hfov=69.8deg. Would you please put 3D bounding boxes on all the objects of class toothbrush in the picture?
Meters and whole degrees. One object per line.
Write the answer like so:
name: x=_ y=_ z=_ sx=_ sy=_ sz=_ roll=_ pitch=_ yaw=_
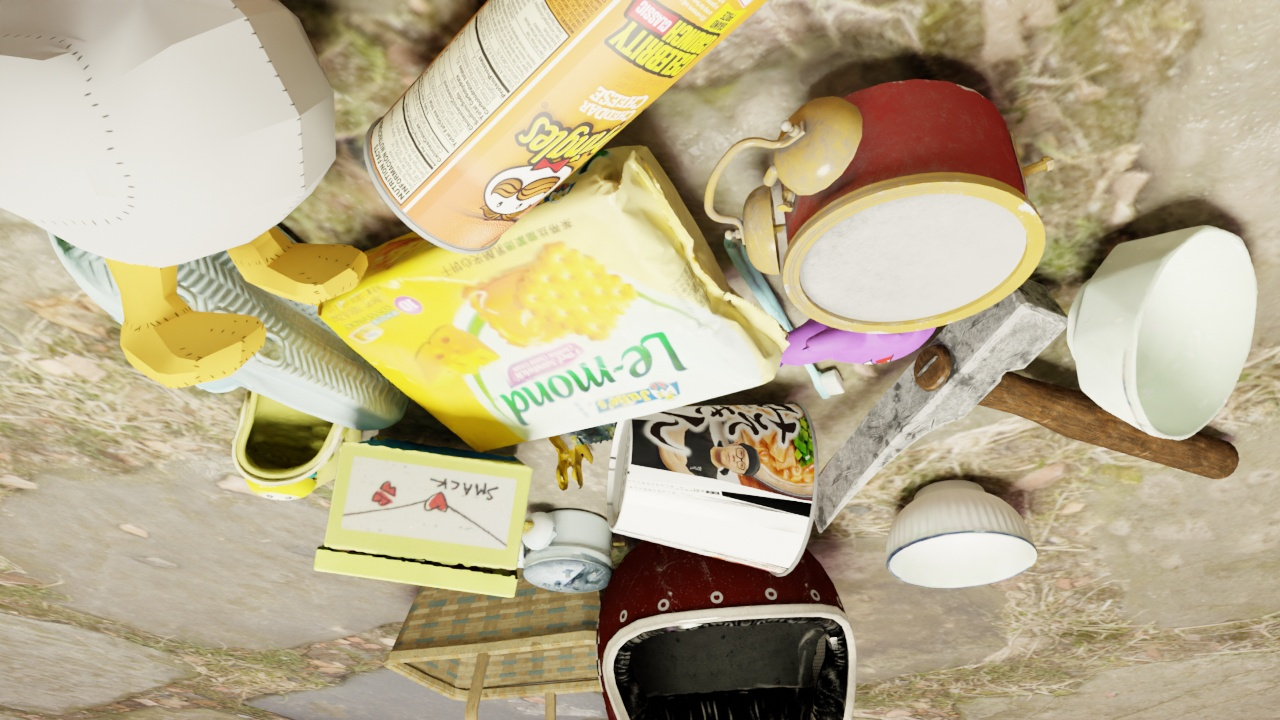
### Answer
toothbrush: x=0.094 y=-0.024 z=0.584 sx=0.017 sy=0.016 sz=0.180 roll=-14 pitch=142 yaw=26

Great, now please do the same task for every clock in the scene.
clock: x=-0.077 y=0.173 z=0.840 sx=0.117 sy=0.057 sz=0.083 roll=18 pitch=143 yaw=-20
clock: x=0.109 y=-0.080 z=0.444 sx=0.158 sy=0.081 sz=0.117 roll=7 pitch=149 yaw=-11

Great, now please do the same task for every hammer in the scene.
hammer: x=0.289 y=0.066 z=0.649 sx=0.300 sy=0.037 sz=0.218 roll=15 pitch=128 yaw=-25

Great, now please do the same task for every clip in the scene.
clip: x=-0.052 y=0.076 z=0.713 sx=0.044 sy=0.049 sz=0.054 roll=-34 pitch=142 yaw=-8

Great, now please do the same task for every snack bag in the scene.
snack bag: x=-0.057 y=-0.029 z=0.527 sx=0.248 sy=0.068 sz=0.159 roll=-15 pitch=137 yaw=29

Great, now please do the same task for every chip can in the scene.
chip can: x=-0.018 y=-0.132 z=0.362 sx=0.216 sy=0.075 sz=0.075 roll=-34 pitch=131 yaw=31

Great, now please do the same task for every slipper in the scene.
slipper: x=-0.249 y=0.055 z=0.665 sx=0.091 sy=0.081 sz=0.191 roll=11 pitch=142 yaw=-17
slipper: x=-0.231 y=-0.025 z=0.533 sx=0.074 sy=0.103 sz=0.245 roll=-19 pitch=144 yaw=23

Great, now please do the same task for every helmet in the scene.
helmet: x=0.063 y=0.262 z=0.782 sx=0.233 sy=0.253 sz=0.234 roll=-2 pitch=160 yaw=-8

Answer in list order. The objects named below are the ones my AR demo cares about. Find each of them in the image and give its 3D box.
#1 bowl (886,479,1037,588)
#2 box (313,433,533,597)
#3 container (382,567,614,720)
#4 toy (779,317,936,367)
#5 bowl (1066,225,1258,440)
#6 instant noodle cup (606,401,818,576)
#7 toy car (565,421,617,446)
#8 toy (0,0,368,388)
bowl: x=0.263 y=0.140 z=0.767 sx=0.118 sy=0.062 sz=0.118 roll=2 pitch=146 yaw=1
box: x=-0.143 y=0.099 z=0.638 sx=0.124 sy=0.082 sz=0.221 roll=10 pitch=173 yaw=-11
container: x=-0.122 y=0.314 z=0.930 sx=0.250 sy=0.186 sz=0.157 roll=-12 pitch=143 yaw=20
toy: x=0.131 y=-0.026 z=0.530 sx=0.088 sy=0.105 sz=0.056 roll=7 pitch=112 yaw=44
bowl: x=0.283 y=-0.018 z=0.515 sx=0.117 sy=0.117 sz=0.061 roll=29 pitch=174 yaw=-33
instant noodle cup: x=0.044 y=0.083 z=0.642 sx=0.121 sy=0.123 sz=0.124 roll=8 pitch=145 yaw=-10
toy car: x=-0.045 y=0.035 z=0.666 sx=0.039 sy=0.027 sz=0.090 roll=-12 pitch=148 yaw=20
toy: x=-0.200 y=-0.129 z=0.359 sx=0.247 sy=0.140 sz=0.268 roll=7 pitch=124 yaw=24
